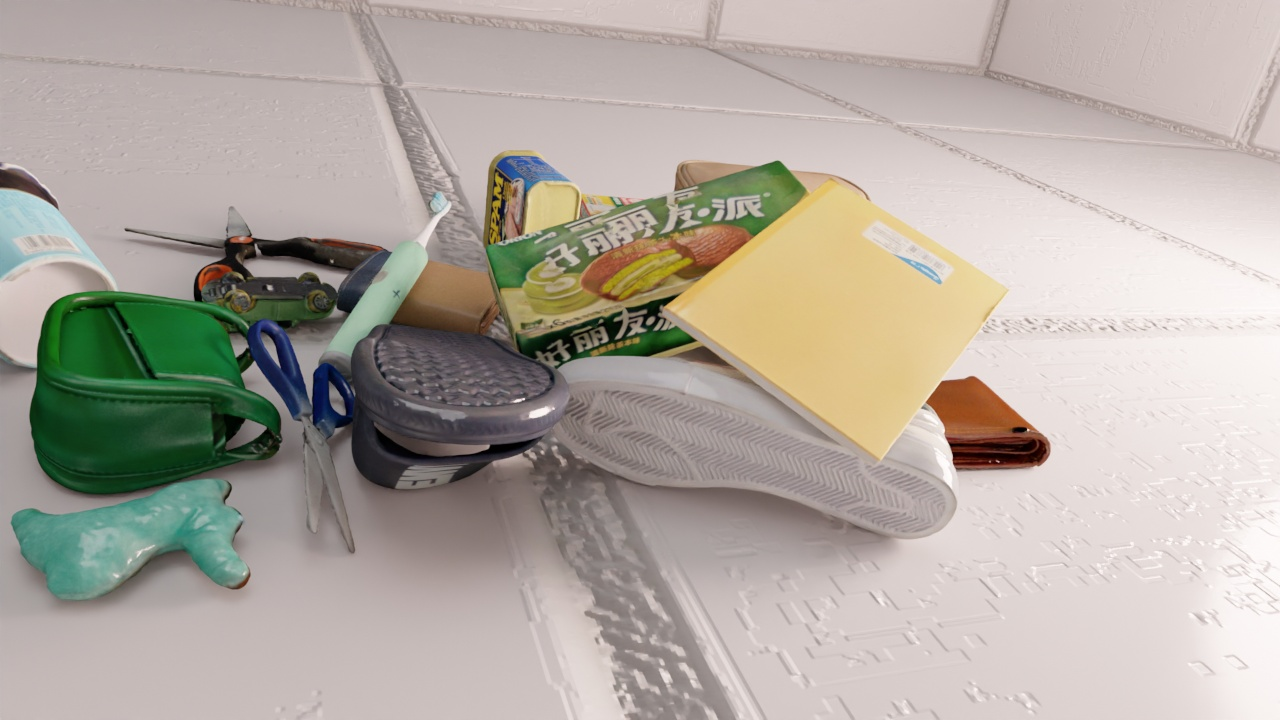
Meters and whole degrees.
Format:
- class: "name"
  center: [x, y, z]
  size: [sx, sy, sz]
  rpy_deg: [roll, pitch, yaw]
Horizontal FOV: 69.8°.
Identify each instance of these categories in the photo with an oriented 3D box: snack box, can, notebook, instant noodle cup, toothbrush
- class: "snack box"
  center: [-0.016, -0.135, 0.949]
  size: [0.077, 0.027, 0.155]
  rpy_deg: [3, 26, -15]
- class: "can"
  center: [-0.097, -0.126, 0.818]
  size: [0.057, 0.102, 0.083]
  rpy_deg: [-6, 31, -30]
- class: "snack box"
  center: [0.017, -0.062, 0.659]
  size: [0.240, 0.063, 0.114]
  rpy_deg: [-17, 42, -7]
- class: "notebook"
  center: [0.128, -0.036, 0.558]
  size: [0.146, 0.010, 0.205]
  rpy_deg: [36, 48, 16]
- class: "instant noodle cup"
  center: [-0.400, -0.055, 0.585]
  size: [0.120, 0.111, 0.111]
  rpy_deg: [33, 34, 26]
- class: "toothbrush"
  center: [-0.180, -0.063, 0.680]
  size: [0.026, 0.027, 0.223]
  rpy_deg: [-18, 33, 25]

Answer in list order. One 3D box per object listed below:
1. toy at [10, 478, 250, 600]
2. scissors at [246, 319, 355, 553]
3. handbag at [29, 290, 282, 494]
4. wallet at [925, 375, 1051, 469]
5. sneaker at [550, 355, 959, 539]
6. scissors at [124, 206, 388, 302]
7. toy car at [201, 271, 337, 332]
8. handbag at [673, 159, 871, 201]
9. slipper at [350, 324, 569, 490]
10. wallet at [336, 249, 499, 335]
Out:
- class: "toy"
  center: [-0.226, 0.082, 0.423]
  size: [0.096, 0.030, 0.091]
  rpy_deg: [33, 36, 31]
- class: "scissors"
  center: [-0.176, 0.043, 0.513]
  size: [0.171, 0.012, 0.140]
  rpy_deg: [54, 5, 16]
- class: "handbag"
  center: [-0.272, 0.015, 0.517]
  size: [0.120, 0.068, 0.131]
  rpy_deg: [2, 23, -31]
- class: "wallet"
  center: [0.211, 0.039, 0.649]
  size: [0.124, 0.032, 0.101]
  rpy_deg: [1, 24, -16]
- class: "sneaker"
  center: [0.066, 0.029, 0.545]
  size: [0.242, 0.090, 0.090]
  rpy_deg: [14, 41, 3]
- class: "scissors"
  center: [-0.321, -0.093, 0.771]
  size: [0.220, 0.022, 0.234]
  rpy_deg: [1, 27, -17]
- class: "toy car"
  center: [-0.266, -0.042, 0.663]
  size: [0.091, 0.036, 0.043]
  rpy_deg: [-6, 28, -25]
- class: "handbag"
  center: [0.131, -0.135, 0.920]
  size: [0.204, 0.100, 0.147]
  rpy_deg: [4, 33, -9]
- class: "slipper"
  center: [-0.112, 0.030, 0.528]
  size: [0.110, 0.083, 0.268]
  rpy_deg: [7, 6, -17]
- class: "wallet"
  center: [-0.168, -0.053, 0.724]
  size: [0.115, 0.033, 0.090]
  rpy_deg: [11, 28, 4]
